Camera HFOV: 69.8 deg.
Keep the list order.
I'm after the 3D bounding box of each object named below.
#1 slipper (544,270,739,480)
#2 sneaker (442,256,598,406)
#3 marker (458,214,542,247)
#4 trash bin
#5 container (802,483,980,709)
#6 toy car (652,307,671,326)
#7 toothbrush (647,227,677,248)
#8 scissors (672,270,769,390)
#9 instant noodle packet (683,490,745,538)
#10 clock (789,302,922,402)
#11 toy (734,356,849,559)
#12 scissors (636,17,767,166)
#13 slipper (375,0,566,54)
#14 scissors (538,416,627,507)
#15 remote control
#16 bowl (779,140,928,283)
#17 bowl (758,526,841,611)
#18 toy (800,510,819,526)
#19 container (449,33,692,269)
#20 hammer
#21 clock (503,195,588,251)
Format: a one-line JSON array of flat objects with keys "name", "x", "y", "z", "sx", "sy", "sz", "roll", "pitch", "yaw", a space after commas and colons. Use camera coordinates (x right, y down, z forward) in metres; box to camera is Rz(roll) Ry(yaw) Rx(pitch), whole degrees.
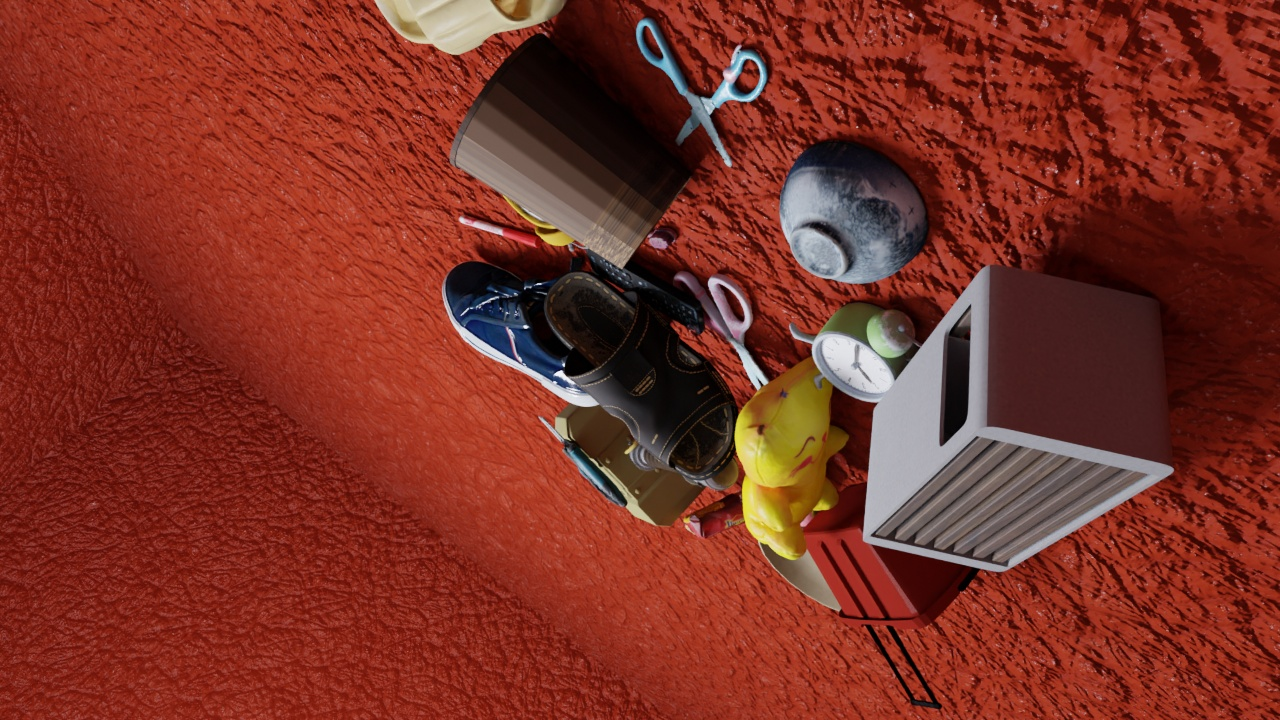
[{"name": "slipper", "x": -0.005, "y": 0.005, "z": 0.909, "sx": 0.268, "sy": 0.113, "sz": 0.075, "roll": 47, "pitch": -178, "yaw": 20}, {"name": "sneaker", "x": -0.138, "y": -0.066, "z": 1.068, "sx": 0.295, "sy": 0.120, "sz": 0.127, "roll": 32, "pitch": 154, "yaw": 35}, {"name": "marker", "x": -0.167, "y": -0.154, "z": 1.081, "sx": 0.142, "sy": 0.012, "sz": 0.013, "roll": 22, "pitch": 148, "yaw": 37}, {"name": "trash bin", "x": 0.251, "y": 0.053, "z": 0.648, "sx": 0.114, "sy": 0.114, "sz": 0.229, "roll": 13, "pitch": 152, "yaw": 0}, {"name": "container", "x": 0.271, "y": 0.230, "z": 0.936, "sx": 0.201, "sy": 0.126, "sz": 0.148, "roll": 54, "pitch": 153, "yaw": -3}, {"name": "toy car", "x": -0.003, "y": -0.036, "z": 1.005, "sx": 0.040, "sy": 0.037, "sz": 0.092, "roll": 47, "pitch": 155, "yaw": -11}, {"name": "toothbrush", "x": -0.034, "y": -0.127, "z": 0.927, "sx": 0.190, "sy": 0.016, "sz": 0.016, "roll": 12, "pitch": 143, "yaw": 46}, {"name": "scissors", "x": 0.103, "y": -0.020, "z": 0.906, "sx": 0.179, "sy": 0.016, "sz": 0.103, "roll": 53, "pitch": 154, "yaw": -21}, {"name": "instant noodle packet", "x": 0.103, "y": 0.185, "z": 1.109, "sx": 0.135, "sy": 0.098, "sz": 0.039, "roll": 94, "pitch": 157, "yaw": -81}, {"name": "clock", "x": 0.193, "y": -0.006, "z": 0.767, "sx": 0.119, "sy": 0.042, "sz": 0.094, "roll": 14, "pitch": 144, "yaw": 46}, {"name": "toy", "x": 0.141, "y": 0.091, "z": 0.890, "sx": 0.087, "sy": 0.134, "sz": 0.194, "roll": 22, "pitch": 143, "yaw": 31}, {"name": "scissors", "x": 0.040, "y": -0.210, "z": 0.696, "sx": 0.133, "sy": 0.015, "sz": 0.135, "roll": 44, "pitch": 149, "yaw": -3}, {"name": "slipper", "x": -0.167, "y": -0.309, "z": 0.760, "sx": 0.262, "sy": 0.079, "sz": 0.111, "roll": 10, "pitch": 137, "yaw": 49}, {"name": "scissors", "x": -0.069, "y": 0.127, "z": 1.113, "sx": 0.127, "sy": 0.019, "sz": 0.142, "roll": 32, "pitch": 159, "yaw": 40}, {"name": "remote control", "x": 0.006, "y": -0.078, "z": 0.929, "sx": 0.150, "sy": 0.022, "sz": 0.047, "roll": 33, "pitch": 159, "yaw": 28}, {"name": "bowl", "x": 0.144, "y": -0.097, "z": 0.672, "sx": 0.114, "sy": 0.060, "sz": 0.114, "roll": 33, "pitch": 152, "yaw": 19}, {"name": "bowl", "x": 0.219, "y": 0.236, "z": 1.106, "sx": 0.152, "sy": 0.050, "sz": 0.152, "roll": 33, "pitch": 154, "yaw": 18}, {"name": "toy", "x": 0.170, "y": 0.144, "z": 1.029, "sx": 0.090, "sy": 0.051, "sz": 0.110, "roll": 23, "pitch": 152, "yaw": 45}, {"name": "container", "x": -0.053, "y": -0.167, "z": 0.773, "sx": 0.167, "sy": 0.132, "sz": 0.132, "roll": 37, "pitch": 155, "yaw": -3}, {"name": "hammer", "x": 0.029, "y": 0.112, "z": 1.050, "sx": 0.190, "sy": 0.100, "sz": 0.325, "roll": 48, "pitch": 165, "yaw": -12}, {"name": "clock", "x": -0.093, "y": -0.173, "z": 0.901, "sx": 0.152, "sy": 0.051, "sz": 0.114, "roll": 50, "pitch": 154, "yaw": -9}]
